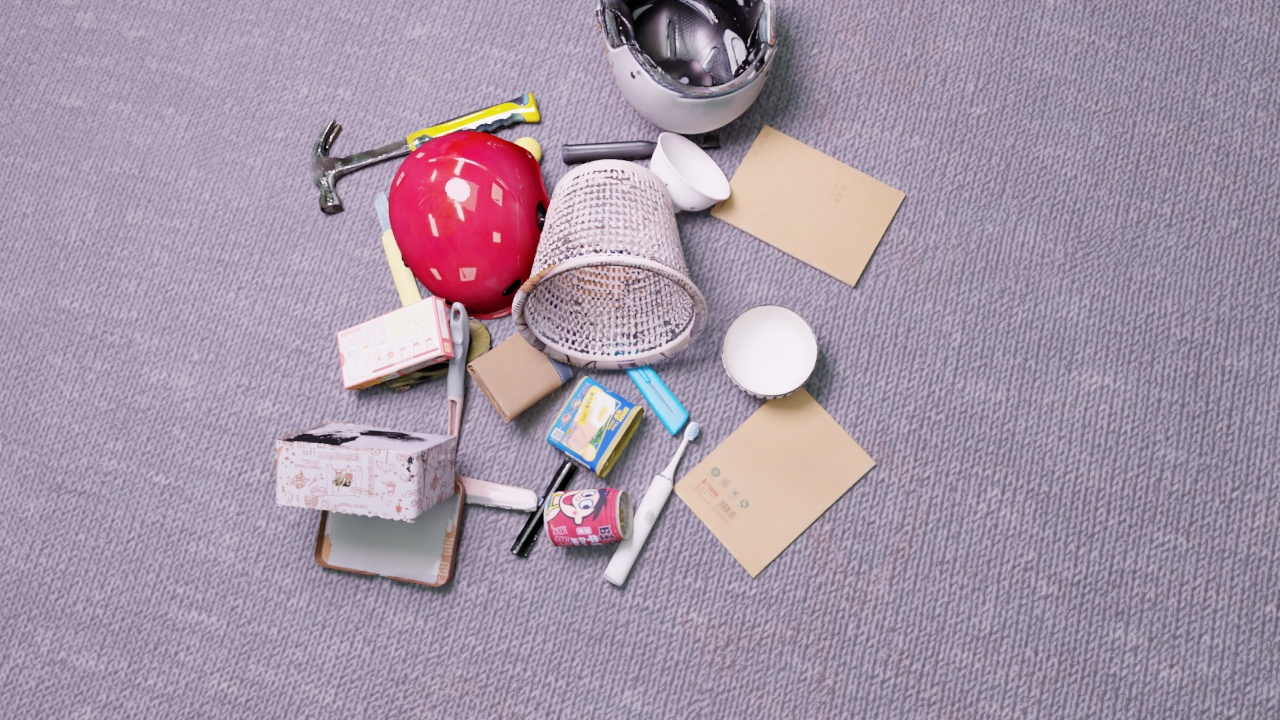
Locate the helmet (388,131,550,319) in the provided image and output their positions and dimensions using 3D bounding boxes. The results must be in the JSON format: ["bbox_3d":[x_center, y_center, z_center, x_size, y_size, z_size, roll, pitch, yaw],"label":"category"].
[{"bbox_3d":[-0.224,-0.178,1.158,0.207,0.144,0.240,-14,83,12],"label":"helmet"}]

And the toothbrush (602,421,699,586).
[{"bbox_3d":[0.017,0.173,1.128,0.026,0.026,0.220,35,78,-32],"label":"toothbrush"}]

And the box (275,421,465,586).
[{"bbox_3d":[-0.320,0.180,1.081,0.183,0.156,0.193,5,95,12],"label":"box"}]

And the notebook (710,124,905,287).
[{"bbox_3d":[0.220,-0.207,1.210,0.211,0.012,0.149,29,79,10],"label":"notebook"}]

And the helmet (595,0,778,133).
[{"bbox_3d":[0.057,-0.400,1.192,0.230,0.157,0.273,-7,57,-11],"label":"helmet"}]

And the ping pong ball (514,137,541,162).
[{"bbox_3d":[-0.154,-0.281,1.239,0.040,0.040,0.040,-1,77,4],"label":"ping pong ball"}]

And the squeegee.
[{"bbox_3d":[-0.235,0.051,1.155,0.248,0.040,0.249,6,94,10],"label":"squeegee"}]

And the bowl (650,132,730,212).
[{"bbox_3d":[0.051,-0.232,1.193,0.065,0.118,0.118,-44,75,32],"label":"bowl"}]

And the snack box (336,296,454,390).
[{"bbox_3d":[-0.308,-0.020,1.145,0.156,0.027,0.077,-17,75,22],"label":"snack box"}]

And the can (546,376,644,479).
[{"bbox_3d":[-0.057,0.082,1.140,0.083,0.057,0.102,31,80,13],"label":"can"}]

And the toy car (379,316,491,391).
[{"bbox_3d":[-0.271,-0.012,1.187,0.158,0.042,0.070,-18,77,-3],"label":"toy car"}]

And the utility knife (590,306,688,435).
[{"bbox_3d":[-0.007,0.007,1.174,0.034,0.018,0.204,-37,76,-4],"label":"utility knife"}]

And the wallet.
[{"bbox_3d":[-0.147,0.013,1.141,0.115,0.033,0.090,-38,97,-35],"label":"wallet"}]

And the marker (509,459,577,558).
[{"bbox_3d":[-0.119,0.184,1.139,0.022,0.020,0.132,32,81,-3],"label":"marker"}]

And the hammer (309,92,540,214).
[{"bbox_3d":[-0.298,-0.307,1.261,0.323,0.032,0.126,-18,77,0],"label":"hammer"}]

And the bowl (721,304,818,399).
[{"bbox_3d":[0.159,-0.005,1.138,0.116,0.066,0.116,-1,76,4],"label":"bowl"}]

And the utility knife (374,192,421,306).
[{"bbox_3d":[-0.322,-0.133,1.228,0.031,0.021,0.206,-20,83,-4],"label":"utility knife"}]

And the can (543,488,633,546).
[{"bbox_3d":[-0.061,0.188,1.100,0.094,0.066,0.066,-6,76,16],"label":"can"}]

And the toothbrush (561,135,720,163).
[{"bbox_3d":[0.001,-0.286,1.236,0.213,0.026,0.027,-4,88,3],"label":"toothbrush"}]

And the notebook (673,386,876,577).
[{"bbox_3d":[0.164,0.143,1.133,0.207,0.008,0.148,-42,78,-6],"label":"notebook"}]

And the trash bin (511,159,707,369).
[{"bbox_3d":[-0.036,-0.125,1.114,0.227,0.228,0.191,-3,58,3],"label":"trash bin"}]
